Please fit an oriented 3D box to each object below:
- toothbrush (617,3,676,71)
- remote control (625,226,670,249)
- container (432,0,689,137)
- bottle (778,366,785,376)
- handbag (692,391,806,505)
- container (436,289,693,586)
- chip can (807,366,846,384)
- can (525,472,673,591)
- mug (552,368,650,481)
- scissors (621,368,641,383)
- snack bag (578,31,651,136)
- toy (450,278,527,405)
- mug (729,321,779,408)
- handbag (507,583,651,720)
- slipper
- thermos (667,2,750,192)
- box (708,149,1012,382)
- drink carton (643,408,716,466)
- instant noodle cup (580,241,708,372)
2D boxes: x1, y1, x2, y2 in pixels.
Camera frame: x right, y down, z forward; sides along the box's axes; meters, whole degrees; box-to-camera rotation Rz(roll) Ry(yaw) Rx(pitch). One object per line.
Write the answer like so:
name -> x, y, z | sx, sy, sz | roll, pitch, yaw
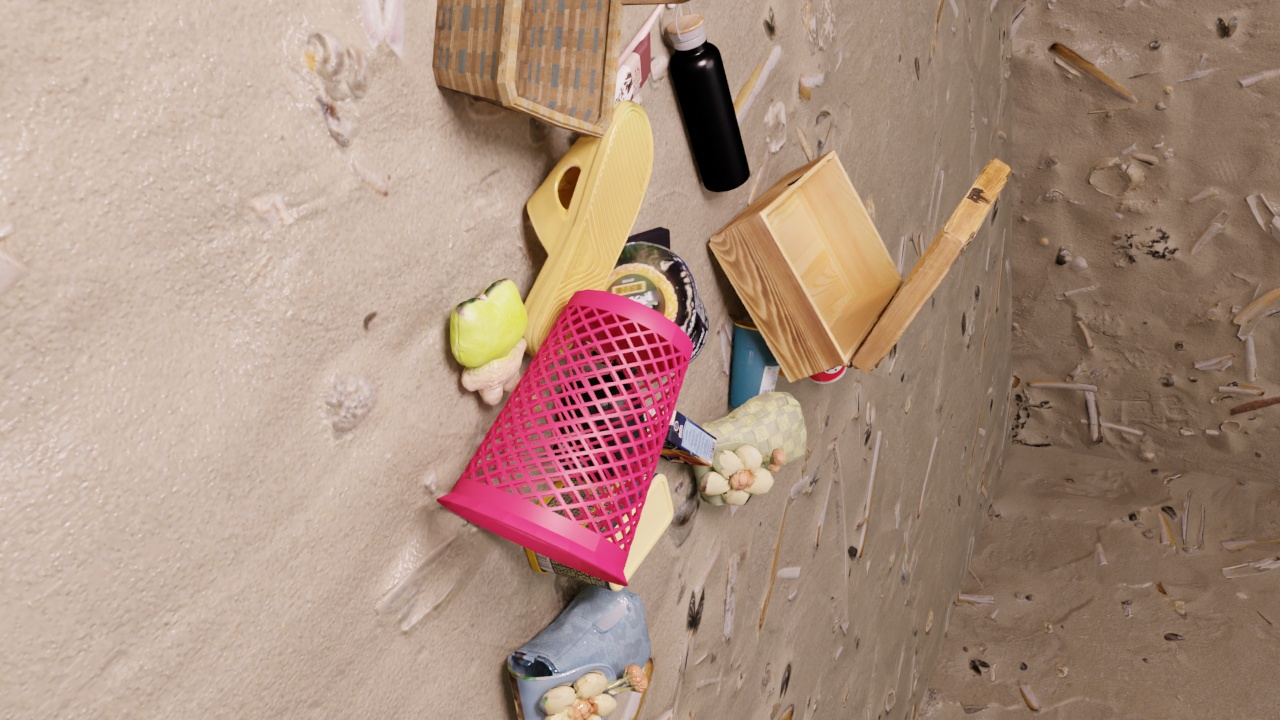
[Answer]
toothbrush -> 0.004, -0.359, 1.012 | 0.180, 0.016, 0.018 | -62, 149, -30
remote control -> -0.006, -0.127, 1.049 | 0.136, 0.015, 0.032 | -28, 120, -53
container -> -0.056, -0.320, 0.757 | 0.157, 0.187, 0.250 | -1, 98, -58
bottle -> 0.223, -0.028, 1.401 | 0.063, 0.063, 0.108 | -54, 139, -38
handbag -> 0.151, 0.121, 1.237 | 0.186, 0.117, 0.113 | -25, 120, -15
container -> -0.052, 0.063, 0.839 | 0.183, 0.183, 0.225 | 46, 63, -52
chip can -> 0.277, -0.057, 1.477 | 0.069, 0.069, 0.221 | -62, 143, -29
can -> -0.042, 0.171, 0.976 | 0.134, 0.104, 0.075 | -47, 134, -43
mug -> -0.049, 0.075, 0.965 | 0.121, 0.085, 0.094 | -39, 128, -39
scissors -> -0.003, 0.008, 1.085 | 0.140, 0.019, 0.128 | -2, 99, -56
snack bag -> -0.024, -0.276, 0.964 | 0.157, 0.013, 0.057 | -59, 163, -27
toy -> -0.135, -0.014, 0.839 | 0.091, 0.046, 0.115 | -44, 139, -44
mug -> 0.164, 0.010, 1.308 | 0.078, 0.078, 0.121 | -9, 109, -57
handbag -> -0.053, 0.329, 0.985 | 0.191, 0.119, 0.122 | -29, 122, -46
slipper -> -0.066, -0.129, 0.900 | 0.099, 0.078, 0.263 | 8, 107, -59
thermos -> 0.077, -0.314, 1.096 | 0.061, 0.061, 0.231 | -57, 141, -35
box -> 0.329, -0.143, 1.224 | 0.282, 0.316, 0.278 | 60, 40, -12
drink carton -> 0.039, 0.095, 1.130 | 0.130, 0.064, 0.040 | 36, 61, -56
instant noodle cup -> 0.012, -0.046, 0.996 | 0.112, 0.137, 0.137 | 29, 72, -66
